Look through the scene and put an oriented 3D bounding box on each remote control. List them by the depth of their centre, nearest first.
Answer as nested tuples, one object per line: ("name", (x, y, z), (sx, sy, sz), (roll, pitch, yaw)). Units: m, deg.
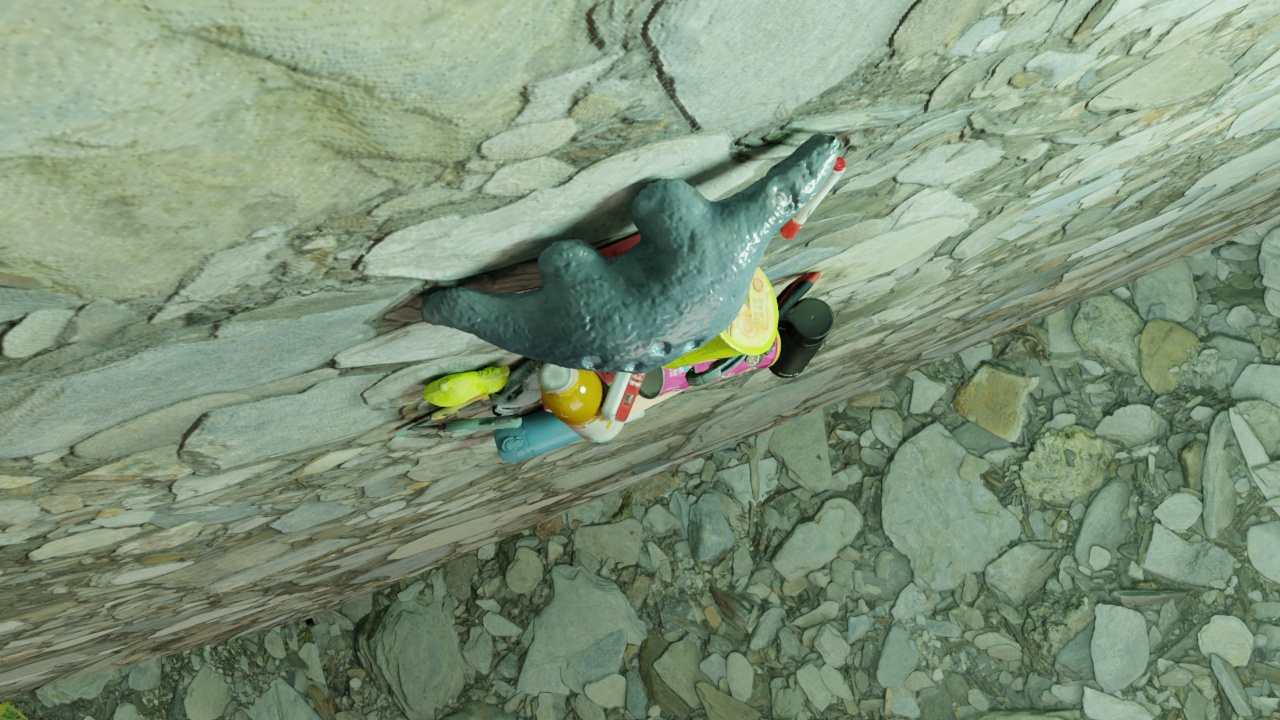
("remote control", (-0.006, 0.006, 1.039), (0.020, 0.136, 0.056), (22, 179, 20))

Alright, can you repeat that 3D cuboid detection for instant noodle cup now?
("instant noodle cup", (0.064, -0.044, 0.969), (0.111, 0.111, 0.124), (-10, 172, -43))

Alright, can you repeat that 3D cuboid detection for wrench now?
("wrench", (0.140, -0.044, 1.056), (0.056, 0.016, 0.272), (-9, -157, 45))

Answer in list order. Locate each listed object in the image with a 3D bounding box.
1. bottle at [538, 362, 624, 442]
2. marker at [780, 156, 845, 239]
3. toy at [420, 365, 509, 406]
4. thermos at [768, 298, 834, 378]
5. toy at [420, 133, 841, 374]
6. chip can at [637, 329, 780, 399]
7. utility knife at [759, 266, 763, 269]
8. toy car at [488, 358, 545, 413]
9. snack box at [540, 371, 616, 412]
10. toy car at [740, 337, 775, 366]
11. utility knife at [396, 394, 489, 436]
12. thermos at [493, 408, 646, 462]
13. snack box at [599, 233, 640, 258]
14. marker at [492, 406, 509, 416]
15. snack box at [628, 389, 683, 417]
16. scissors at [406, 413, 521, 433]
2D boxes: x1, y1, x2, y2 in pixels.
("bottle", (-0.069, 0.044, 1.050), (0.068, 0.068, 0.189), (-22, 158, 6))
("marker", (0.159, -0.149, 0.854), (0.017, 0.017, 0.145), (-18, 168, -14))
("toy", (-0.192, 0.029, 1.011), (0.100, 0.031, 0.097), (-18, 170, -17))
("thermos", (0.230, -0.035, 1.398), (0.090, 0.068, 0.243), (11, 166, 4))
("toy", (0.005, -0.063, 0.729), (0.357, 0.138, 0.091), (-24, -167, 9))
("chip can", (0.083, -0.005, 1.167), (0.210, 0.071, 0.072), (-14, 167, -39))
("utility knife", (0.110, -0.077, 1.087), (0.033, 0.015, 0.216), (-18, 170, -12))
("toy car", (-0.125, 0.023, 1.064), (0.121, 0.036, 0.054), (-38, 155, 30))
("snack box", (-0.058, 0.027, 1.194), (0.127, 0.044, 0.113), (-24, 168, 10))
("toy car", (0.087, -0.028, 1.098), (0.158, 0.070, 0.042), (-2, 129, -19))
("utility knife", (-0.214, 0.052, 1.127), (0.205, 0.021, 0.031), (-18, 163, 9))
("thermos", (-0.105, 0.090, 1.344), (0.220, 0.070, 0.070), (-20, 168, -6))
("snack box", (0.009, -0.080, 0.837), (0.127, 0.044, 0.113), (-22, 169, 0))
("marker", (-0.159, 0.048, 1.176), (0.015, 0.018, 0.124), (-38, -176, -42))
("snack box", (-0.013, 0.046, 1.268), (0.157, 0.026, 0.084), (-26, -158, 0))
("scissors", (-0.188, 0.077, 1.106), (0.170, 0.019, 0.171), (-7, 175, 42))
